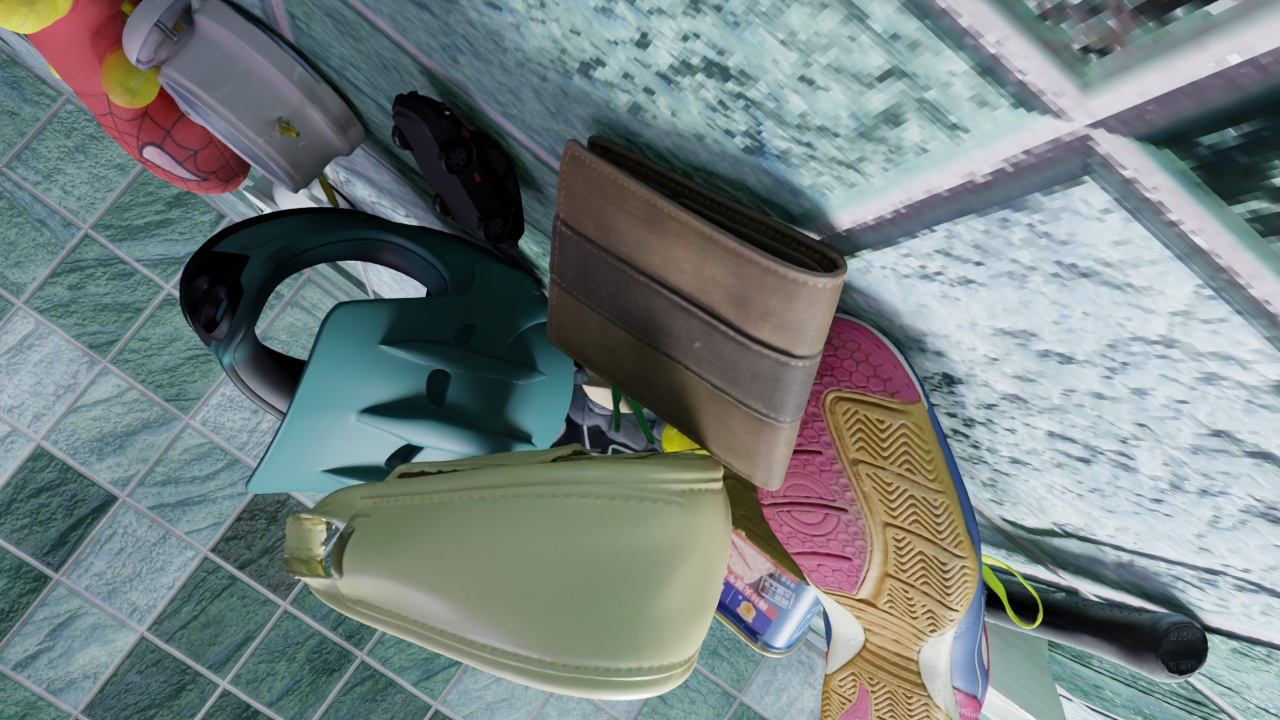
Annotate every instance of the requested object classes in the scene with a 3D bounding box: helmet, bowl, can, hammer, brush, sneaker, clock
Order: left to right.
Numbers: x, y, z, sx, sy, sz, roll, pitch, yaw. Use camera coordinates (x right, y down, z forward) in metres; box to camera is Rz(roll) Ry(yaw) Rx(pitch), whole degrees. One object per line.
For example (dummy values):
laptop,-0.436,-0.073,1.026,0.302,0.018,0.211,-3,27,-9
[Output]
clock,-0.248,-0.168,0.565,0.158,0.058,0.117,36,169,7
clock,-0.319,-0.143,0.889,0.159,0.061,0.120,28,167,42
helmet,-0.155,0.004,0.597,0.200,0.176,0.274,35,-167,28
brush,-0.003,0.003,0.564,0.039,0.049,0.117,57,165,-9
sneaker,0.012,0.130,0.785,0.252,0.150,0.097,36,169,-1
can,0.062,0.111,0.523,0.100,0.059,0.053,36,-147,22
sneaker,0.106,0.079,0.404,0.116,0.090,0.242,9,125,38
hammer,0.157,0.127,0.533,0.140,0.036,0.327,5,176,-23
bowl,0.224,0.191,0.629,0.177,0.057,0.177,35,169,7

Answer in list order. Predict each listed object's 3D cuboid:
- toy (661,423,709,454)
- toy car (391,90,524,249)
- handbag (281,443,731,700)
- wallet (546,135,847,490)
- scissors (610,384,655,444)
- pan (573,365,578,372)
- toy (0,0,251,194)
toy,0.058,0.074,0.691,0.094,0.041,0.096,37,167,-28
toy car,-0.083,-0.092,0.436,0.042,0.036,0.092,31,159,34
handbag,-0.040,0.075,0.435,0.191,0.088,0.232,6,178,16
wallet,0.014,-0.019,0.344,0.121,0.026,0.099,32,133,27
scissors,-0.018,-0.012,0.500,0.130,0.011,0.126,-125,26,-47
pan,-0.130,-0.009,0.938,0.356,0.050,0.201,34,170,-3
toy,-0.354,-0.202,0.644,0.147,0.098,0.216,42,173,36
